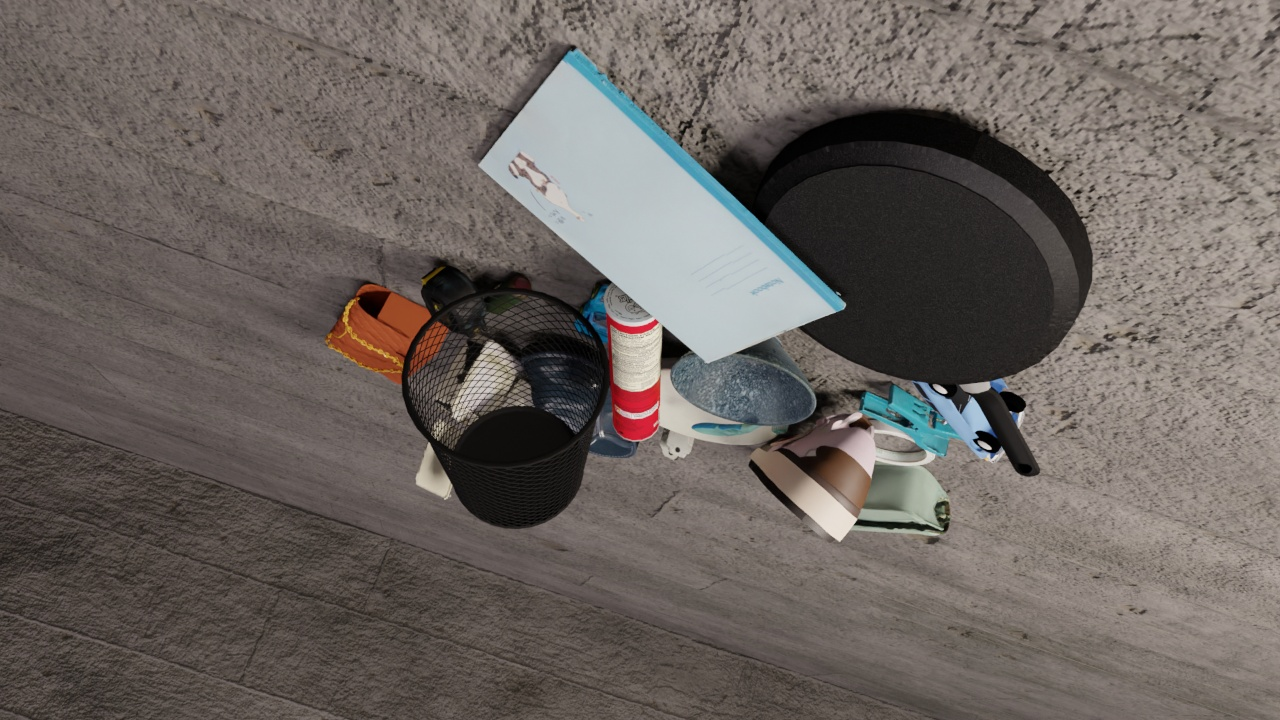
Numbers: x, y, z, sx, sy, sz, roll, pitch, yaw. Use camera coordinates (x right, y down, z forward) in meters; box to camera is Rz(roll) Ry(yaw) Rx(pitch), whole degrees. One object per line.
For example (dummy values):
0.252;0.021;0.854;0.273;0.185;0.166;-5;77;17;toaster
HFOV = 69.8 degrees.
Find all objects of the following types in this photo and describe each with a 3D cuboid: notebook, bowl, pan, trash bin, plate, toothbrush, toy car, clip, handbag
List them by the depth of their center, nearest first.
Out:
0.214;-0.019;0.650;0.226;0.034;0.356;-5;134;45;pan
0.007;-0.097;0.680;0.253;0.009;0.181;40;151;-14;notebook
0.270;0.024;0.770;0.153;0.056;0.055;43;166;-31;toy car
0.100;0.005;0.857;0.137;0.057;0.137;14;153;7;bowl
-0.035;-0.041;0.887;0.048;0.032;0.106;23;155;-11;toy car
-0.127;0.063;0.910;0.184;0.183;0.211;16;150;5;trash bin
0.272;0.066;0.920;0.130;0.030;0.120;19;162;-4;clip
0.103;0.072;0.970;0.135;0.017;0.022;-9;147;46;toothbrush
0.066;0.039;0.991;0.182;0.034;0.182;15;157;6;plate
0.289;0.168;1.083;0.122;0.067;0.106;-3;151;40;handbag
-0.308;-0.026;1.090;0.109;0.060;0.172;30;154;-19;handbag
0.050;0.086;1.092;0.102;0.059;0.052;24;137;-16;clip

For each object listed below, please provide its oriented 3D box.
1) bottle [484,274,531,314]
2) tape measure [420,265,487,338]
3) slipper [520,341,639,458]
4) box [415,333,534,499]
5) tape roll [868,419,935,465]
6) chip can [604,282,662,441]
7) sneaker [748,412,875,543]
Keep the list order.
-0.142;-0.062;0.926;0.025;0.025;0.106;28;155;-24;bottle
-0.188;-0.059;0.919;0.071;0.042;0.072;36;153;34;tape measure
-0.067;0.074;1.085;0.109;0.083;0.266;1;148;17;slipper
-0.185;0.076;1.059;0.044;0.184;0.143;21;167;32;box
0.269;0.089;0.985;0.093;0.013;0.093;15;157;6;tape roll
-0.005;0.005;0.876;0.052;0.051;0.215;14;148;9;chip can
0.192;0.104;0.979;0.112;0.116;0.293;40;-179;7;sneaker
